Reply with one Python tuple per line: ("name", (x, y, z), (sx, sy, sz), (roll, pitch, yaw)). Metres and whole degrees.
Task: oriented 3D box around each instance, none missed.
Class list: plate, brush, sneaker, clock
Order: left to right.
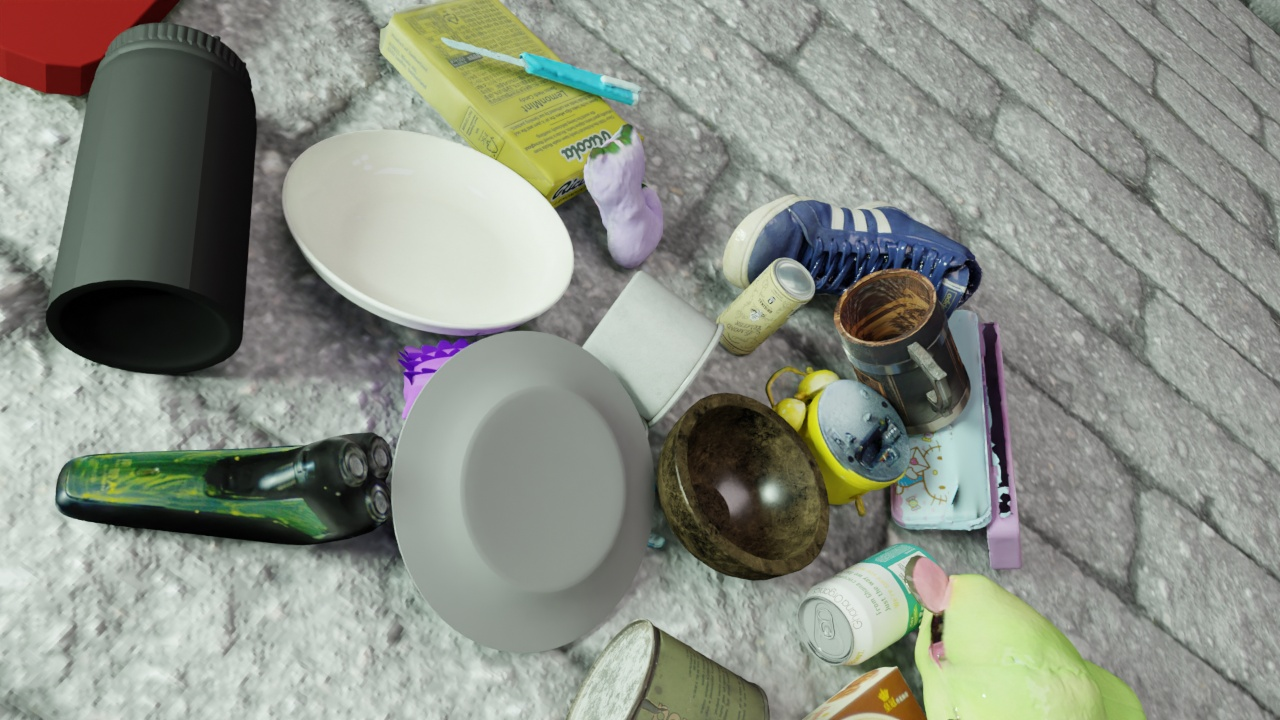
("brush", (-0.339, -0.224, 0.561), (0.082, 0.042, 0.173), (25, 50, -16))
("plate", (-0.133, -0.077, 0.583), (0.182, 0.034, 0.182), (17, 42, -16))
("plate", (-0.054, 0.071, 0.513), (0.178, 0.012, 0.178), (8, 78, -41))
("clock", (0.140, 0.051, 0.668), (0.118, 0.057, 0.083), (49, 48, 5))
("sneaker", (0.181, -0.066, 0.730), (0.232, 0.092, 0.118), (-11, 42, -47))

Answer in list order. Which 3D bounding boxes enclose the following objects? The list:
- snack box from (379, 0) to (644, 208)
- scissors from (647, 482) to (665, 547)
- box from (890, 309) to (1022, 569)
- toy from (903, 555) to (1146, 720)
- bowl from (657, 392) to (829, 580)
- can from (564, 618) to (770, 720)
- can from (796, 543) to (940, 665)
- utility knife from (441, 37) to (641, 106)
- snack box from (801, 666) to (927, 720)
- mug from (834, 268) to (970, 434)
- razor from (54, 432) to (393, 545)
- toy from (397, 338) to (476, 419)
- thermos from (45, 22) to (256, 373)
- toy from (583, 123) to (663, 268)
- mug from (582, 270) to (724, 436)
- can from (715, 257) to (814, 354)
("snack box", (-0.099, -0.199, 0.695), (0.181, 0.045, 0.121), (45, 45, 4))
("scissors", (-0.043, 0.098, 0.554), (0.140, 0.013, 0.117), (27, 48, -16))
("box", (0.255, 0.062, 0.755), (0.090, 0.091, 0.213), (63, 30, -45))
("toy", (0.245, 0.215, 0.570), (0.197, 0.107, 0.149), (41, 39, -40))
("bowl", (0.057, 0.087, 0.591), (0.121, 0.056, 0.121), (19, 51, -26))
("can", (0.011, 0.191, 0.471), (0.074, 0.090, 0.089), (34, 48, -10))
("can", (0.154, 0.160, 0.605), (0.101, 0.055, 0.055), (-13, 68, -38))
("utility knife", (-0.069, -0.218, 0.682), (0.166, 0.015, 0.022), (7, 53, -33))
("snack box", (0.132, 0.275, 0.523), (0.142, 0.041, 0.147), (-18, 71, -39))
("mug", (0.204, 0.004, 0.683), (0.107, 0.080, 0.115), (54, 6, -42))
("razor", (-0.198, 0.058, 0.447), (0.151, 0.067, 0.053), (5, 56, -20))
("toy", (-0.099, 0.015, 0.541), (0.088, 0.056, 0.106), (4, 33, -15))
("thermos", (-0.257, -0.100, 0.499), (0.086, 0.086, 0.198), (7, 57, -28))
("toy", (-0.010, -0.122, 0.679), (0.080, 0.036, 0.100), (-53, 138, -45))
("mug", (-0.004, 0.004, 0.602), (0.070, 0.084, 0.113), (36, 80, -3))
("can", (0.091, -0.039, 0.682), (0.038, 0.080, 0.038), (16, 53, -23))
